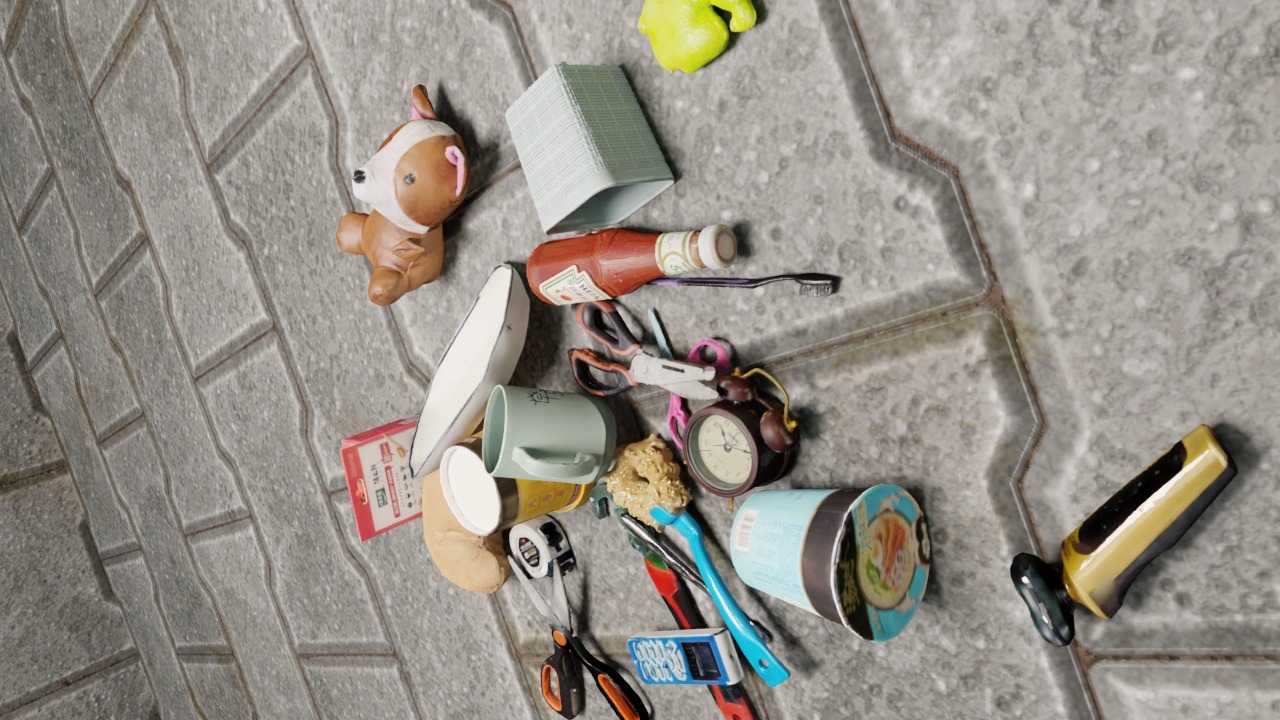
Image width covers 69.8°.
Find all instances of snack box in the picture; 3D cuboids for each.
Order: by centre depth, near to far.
[{"bbox_3d":[-0.292,0.134,1.066,0.044,0.126,0.113,3,106,43],"label":"snack box"}]

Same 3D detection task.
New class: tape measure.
[{"bbox_3d":[-0.108,0.199,0.981,0.066,0.033,0.066,-15,97,44],"label":"tape measure"}]

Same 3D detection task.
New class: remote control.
[{"bbox_3d":[0.040,0.274,0.851,0.125,0.024,0.049,-20,90,46],"label":"remote control"}]

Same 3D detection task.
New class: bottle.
[{"bbox_3d":[-0.010,-0.083,0.769,0.206,0.059,0.060,-3,103,43],"label":"bottle"}]

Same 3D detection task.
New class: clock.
[{"bbox_3d":[0.083,0.058,0.734,0.082,0.055,0.122,46,129,24],"label":"clock"}]

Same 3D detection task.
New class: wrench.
[{"bbox_3d":[0.033,0.233,0.873,0.056,0.016,0.273,-44,74,43],"label":"wrench"}]

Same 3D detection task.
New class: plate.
[{"bbox_3d":[-0.173,0.017,0.931,0.267,0.034,0.161,-50,28,40],"label":"plate"}]

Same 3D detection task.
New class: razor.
[{"bbox_3d":[0.291,0.105,0.558,0.067,0.062,0.168,28,122,-2],"label":"razor"}]

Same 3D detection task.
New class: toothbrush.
[{"bbox_3d":[0.073,-0.060,0.731,0.189,0.014,0.017,5,120,43],"label":"toothbrush"},{"bbox_3d":[0.044,0.198,0.839,0.181,0.018,0.016,38,122,23],"label":"toothbrush"}]

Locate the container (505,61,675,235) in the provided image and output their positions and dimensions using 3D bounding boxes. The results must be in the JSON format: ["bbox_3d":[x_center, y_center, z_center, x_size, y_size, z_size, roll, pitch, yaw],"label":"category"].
[{"bbox_3d":[-0.045,-0.174,0.750,0.090,0.090,0.111,-28,82,45],"label":"container"}]

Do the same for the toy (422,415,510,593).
[{"bbox_3d":[-0.194,0.146,1.017,0.144,0.082,0.226,9,105,44],"label":"toy"}]

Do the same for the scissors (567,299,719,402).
[{"bbox_3d":[-0.005,-0.009,0.791,0.205,0.015,0.198,-51,57,50],"label":"scissors"}]

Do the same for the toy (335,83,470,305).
[{"bbox_3d":[-0.237,-0.162,0.919,0.140,0.130,0.200,53,124,23],"label":"toy"}]

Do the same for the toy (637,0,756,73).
[{"bbox_3d":[0.042,-0.255,0.677,0.097,0.031,0.100,40,128,24],"label":"toy"}]

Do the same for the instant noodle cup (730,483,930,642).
[{"bbox_3d":[0.136,0.143,0.690,0.121,0.111,0.111,-1,104,52],"label":"instant noodle cup"}]

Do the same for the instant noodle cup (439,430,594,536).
[{"bbox_3d":[-0.125,0.110,0.908,0.119,0.114,0.118,18,117,38],"label":"instant noodle cup"}]

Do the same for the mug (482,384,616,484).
[{"bbox_3d":[-0.078,0.073,0.819,0.111,0.106,0.082,-128,50,-62],"label":"mug"}]

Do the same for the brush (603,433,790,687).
[{"bbox_3d":[0.048,0.171,0.808,0.254,0.045,0.083,56,130,21],"label":"brush"}]

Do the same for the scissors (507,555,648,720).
[{"bbox_3d":[-0.069,0.310,0.978,0.228,0.021,0.221,33,131,22],"label":"scissors"}]

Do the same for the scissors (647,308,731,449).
[{"bbox_3d":[0.031,0.017,0.798,0.134,0.017,0.134,-9,99,49],"label":"scissors"}]
